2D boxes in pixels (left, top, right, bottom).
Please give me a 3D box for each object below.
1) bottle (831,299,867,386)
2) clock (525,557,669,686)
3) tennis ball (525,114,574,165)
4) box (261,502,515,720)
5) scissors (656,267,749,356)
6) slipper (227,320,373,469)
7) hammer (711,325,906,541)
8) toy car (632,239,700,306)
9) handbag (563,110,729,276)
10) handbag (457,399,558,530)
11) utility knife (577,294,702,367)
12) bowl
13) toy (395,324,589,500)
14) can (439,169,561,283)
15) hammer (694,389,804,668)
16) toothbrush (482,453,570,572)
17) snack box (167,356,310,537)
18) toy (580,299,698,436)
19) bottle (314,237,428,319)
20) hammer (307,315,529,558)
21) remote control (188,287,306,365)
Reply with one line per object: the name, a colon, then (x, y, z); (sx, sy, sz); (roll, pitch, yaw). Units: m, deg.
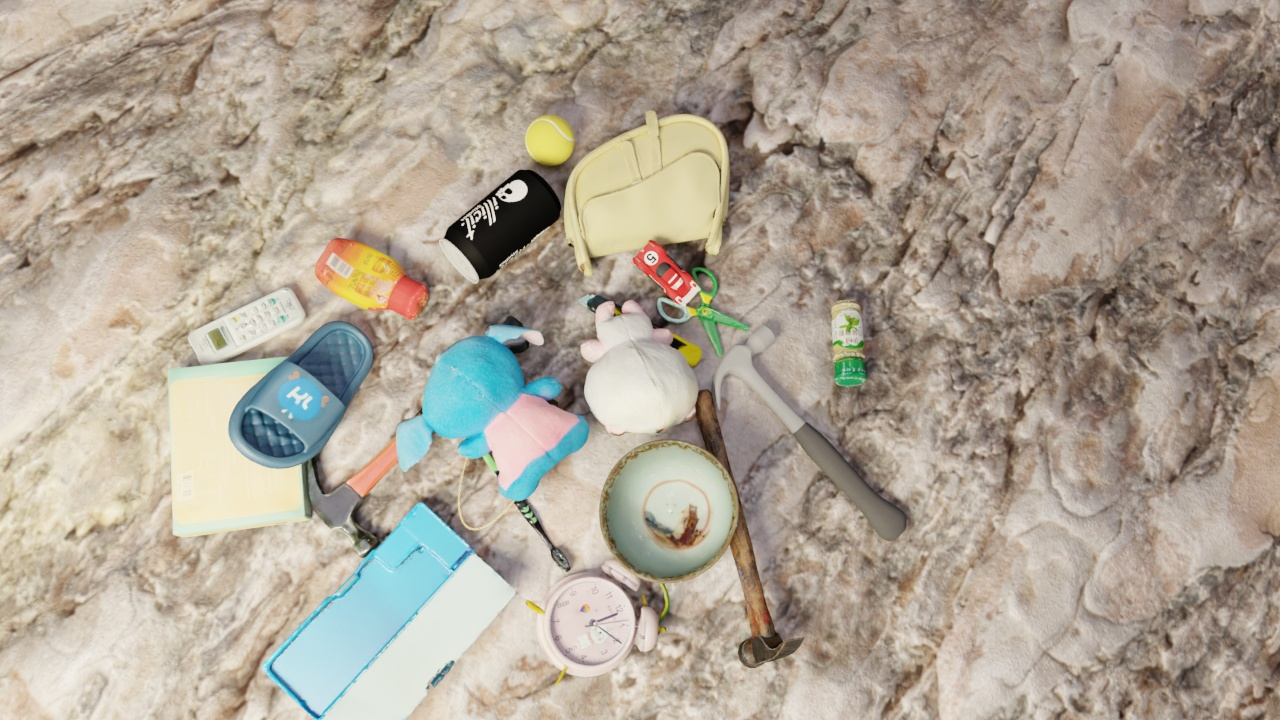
bottle: (0.269, -0.023, 1.189); (0.042, 0.043, 0.109); (3, 72, -6)
clock: (-0.042, 0.293, 1.048); (0.157, 0.059, 0.116); (-21, 77, -13)
tennis ball: (-0.119, -0.289, 1.207); (0.065, 0.065, 0.065); (2, 73, -7)
box: (-0.271, 0.301, 1.019); (0.175, 0.060, 0.243); (36, 72, 22)
scissors: (0.077, -0.060, 1.191); (0.123, 0.012, 0.127); (-15, 75, -10)
slipper: (-0.376, 0.036, 1.052); (0.104, 0.059, 0.213); (47, 47, -19)
hammer: (0.213, 0.104, 1.151); (0.124, 0.030, 0.311); (-40, 83, -16)
toy car: (0.033, -0.111, 1.165); (0.089, 0.025, 0.038); (42, 92, -23)
handbag: (0.008, -0.217, 1.191); (0.232, 0.089, 0.190); (-12, 79, -10)
handbag: (-0.165, 0.118, 1.100); (0.084, 0.027, 0.177); (21, 72, 3)
utility knife: (-0.001, -0.042, 1.174); (0.174, 0.020, 0.028); (28, 70, 3)
bowl: (0.039, 0.178, 1.065); (0.160, 0.094, 0.159); (-3, 76, 10)
toy: (-0.170, 0.069, 1.056); (0.191, 0.099, 0.223); (45, 79, 0)
can: (-0.175, -0.170, 1.157); (0.080, 0.080, 0.145); (45, 74, 7)
hammer: (0.115, 0.186, 1.083); (0.033, 0.120, 0.330); (-5, 67, -23)
toothbrush: (-0.140, 0.174, 1.094); (0.014, 0.017, 0.188); (-34, 79, -21)
snack box: (-0.464, 0.097, 1.062); (0.141, 0.044, 0.193); (-7, 75, -10)
toy: (-0.007, 0.007, 1.119); (0.138, 0.102, 0.179); (-13, 67, -14)
bottle: (-0.329, -0.098, 1.134); (0.134, 0.048, 0.071); (26, 72, 1)
hammer: (-0.256, 0.070, 1.105); (0.133, 0.033, 0.332); (42, 72, 7)
remote control: (-0.475, -0.040, 1.112); (0.133, 0.022, 0.050); (-29, 80, -14)
